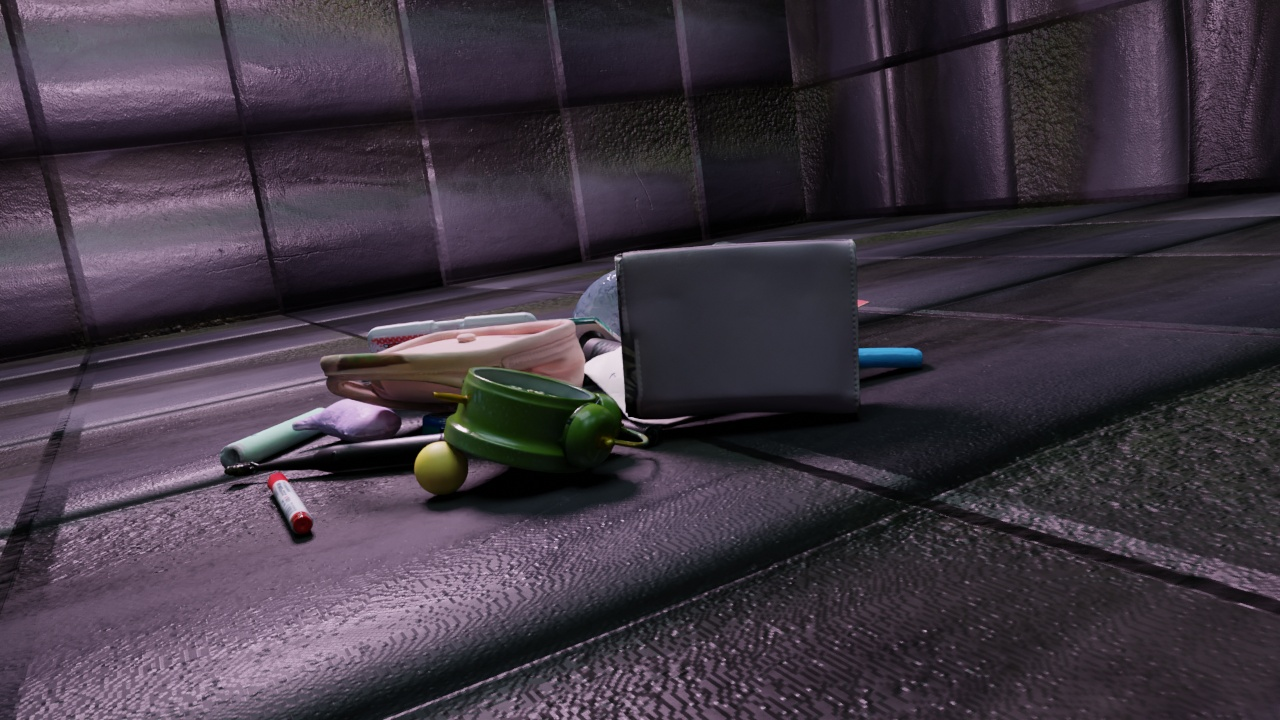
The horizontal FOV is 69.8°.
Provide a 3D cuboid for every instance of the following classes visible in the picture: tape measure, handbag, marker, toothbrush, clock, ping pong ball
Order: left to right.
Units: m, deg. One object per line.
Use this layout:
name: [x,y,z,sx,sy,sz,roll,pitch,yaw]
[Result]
marker: [-0.270,0.109,0.705,0.017,0.017,0.145,-13,12,-27]
toothbrush: [-0.351,0.069,0.957,0.027,0.026,0.224,-28,3,21]
toothbrush: [-0.263,0.086,0.799,0.213,0.026,0.027,-7,-2,9]
ping pong ball: [-0.150,0.081,0.693,0.040,0.040,0.040,-8,10,1]
handbag: [-0.184,0.010,0.851,0.194,0.093,0.233,-3,-1,32]
tape measure: [-0.177,0.062,0.862,0.055,0.025,0.058,0,3,41]
clock: [-0.072,0.047,0.708,0.161,0.056,0.116,13,6,2]
marker: [-0.030,0.056,0.797,0.022,0.020,0.132,-26,19,-35]
handbag: [0.083,-0.024,0.777,0.197,0.145,0.098,-2,-4,6]

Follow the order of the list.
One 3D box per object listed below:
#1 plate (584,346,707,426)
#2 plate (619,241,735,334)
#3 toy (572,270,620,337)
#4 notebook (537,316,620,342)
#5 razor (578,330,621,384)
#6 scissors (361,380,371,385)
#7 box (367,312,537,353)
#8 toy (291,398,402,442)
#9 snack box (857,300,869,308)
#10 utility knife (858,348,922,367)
plate: [0.039,0.003,0.883,0.163,0.034,0.164,-13,27,-22]
plate: [0.088,-0.060,1.016,0.162,0.034,0.265,-41,-22,27]
toy: [-0.023,-0.066,1.193,0.138,0.091,0.356,-29,-2,-6]
notebook: [-0.122,-0.020,1.118,0.209,0.012,0.150,-3,-18,20]
razor: [-0.006,0.006,0.993,0.168,0.062,0.067,9,-12,43]
scissors: [-0.264,-0.001,1.263,0.231,0.022,0.220,-10,7,26]
box: [-0.202,-0.008,1.067,0.201,0.100,0.112,-6,11,9]
toy: [-0.284,0.061,0.910,0.108,0.039,0.083,9,17,41]
snack box: [0.165,-0.030,0.989,0.127,0.044,0.113,-21,19,-22]
utility knife: [0.176,-0.001,0.868,0.209,0.018,0.034,-1,12,-18]
